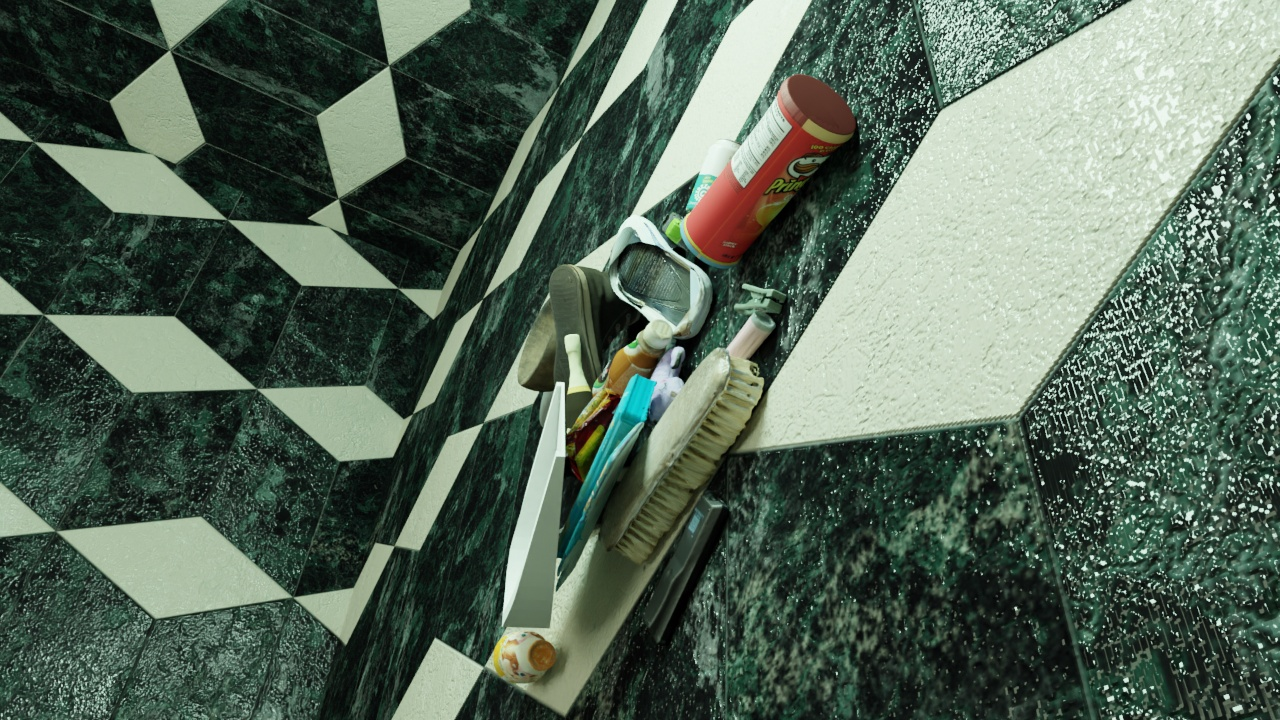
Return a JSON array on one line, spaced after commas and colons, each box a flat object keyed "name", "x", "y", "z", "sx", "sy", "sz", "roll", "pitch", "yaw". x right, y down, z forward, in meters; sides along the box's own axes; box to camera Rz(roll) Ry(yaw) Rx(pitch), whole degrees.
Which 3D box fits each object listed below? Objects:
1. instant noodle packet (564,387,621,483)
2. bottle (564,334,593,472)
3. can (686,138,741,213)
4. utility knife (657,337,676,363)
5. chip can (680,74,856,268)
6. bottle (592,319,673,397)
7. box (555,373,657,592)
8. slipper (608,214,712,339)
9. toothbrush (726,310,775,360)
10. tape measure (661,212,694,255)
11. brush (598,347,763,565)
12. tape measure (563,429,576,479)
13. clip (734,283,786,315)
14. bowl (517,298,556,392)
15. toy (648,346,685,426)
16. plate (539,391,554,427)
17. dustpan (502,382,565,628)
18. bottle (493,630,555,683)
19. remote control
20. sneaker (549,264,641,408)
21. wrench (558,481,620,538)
[{"name": "instant noodle packet", "x": -0.054, "y": 0.095, "z": 1.129, "sx": 0.098, "sy": 0.040, "sz": 0.135, "roll": -58, "pitch": -14, "yaw": -19}, {"name": "bottle", "x": -0.080, "y": 0.055, "z": 1.223, "sx": 0.045, "sy": 0.045, "sz": 0.184, "roll": -28, "pitch": 68, "yaw": 62}, {"name": "can", "x": 0.098, "y": -0.220, "z": 1.142, "sx": 0.101, "sy": 0.055, "sz": 0.055, "roll": -69, "pitch": 19, "yaw": -3}, {"name": "utility knife", "x": 0.008, "y": 0.010, "z": 1.194, "sx": 0.141, "sy": 0.015, "sz": 0.022, "roll": -50, "pitch": 51, "yaw": 46}, {"name": "chip can", "x": 0.131, "y": -0.196, "z": 0.982, "sx": 0.214, "sy": 0.087, "sz": 0.086, "roll": -50, "pitch": 26, "yaw": 44}, {"name": "bottle", "x": -0.007, "y": 0.007, "z": 1.145, "sx": 0.168, "sy": 0.059, "sz": 0.059, "roll": 126, "pitch": 157, "yaw": -50}, {"name": "box", "x": -0.047, "y": 0.147, "z": 1.018, "sx": 0.181, "sy": 0.039, "sz": 0.227, "roll": -67, "pitch": 1, "yaw": -62}, {"name": "slipper", "x": 0.030, "y": -0.106, "z": 1.194, "sx": 0.111, "sy": 0.063, "sz": 0.264, "roll": -66, "pitch": 31, "yaw": 15}, {"name": "toothbrush", "x": 0.072, "y": 0.035, "z": 0.977, "sx": 0.223, "sy": 0.027, "sz": 0.026, "roll": -56, "pitch": 48, "yaw": 33}, {"name": "tape measure", "x": 0.061, "y": -0.162, "z": 1.170, "sx": 0.036, "sy": 0.058, "sz": 0.065, "roll": -57, "pitch": 18, "yaw": 15}, {"name": "brush", "x": 0.035, "y": 0.104, "z": 0.948, "sx": 0.272, "sy": 0.056, "sz": 0.083, "roll": -58, "pitch": 17, "yaw": 27}, {"name": "tape measure", "x": -0.096, "y": 0.129, "z": 1.299, "sx": 0.073, "sy": 0.042, "sz": 0.071, "roll": -39, "pitch": 34, "yaw": 55}, {"name": "clip", "x": 0.123, "y": -0.062, "z": 0.950, "sx": 0.037, "sy": 0.023, "sz": 0.075, "roll": -67, "pitch": 21, "yaw": -2}, {"name": "bowl", "x": -0.134, "y": -0.022, "z": 1.481, "sx": 0.163, "sy": 0.070, "sz": 0.162, "roll": -54, "pitch": 23, "yaw": 36}, {"name": "toy", "x": 0.033, "y": 0.029, "z": 1.072, "sx": 0.080, "sy": 0.036, "sz": 0.099, "roll": -59, "pitch": 19, "yaw": 25}, {"name": "plate", "x": -0.125, "y": 0.030, "z": 1.531, "sx": 0.179, "sy": 0.012, "sz": 0.178, "roll": -54, "pitch": 24, "yaw": 36}, {"name": "dustpan", "x": -0.122, "y": 0.179, "z": 1.041, "sx": 0.191, "sy": 0.053, "sz": 0.258, "roll": -102, "pitch": 17, "yaw": -68}, {"name": "bottle", "x": -0.139, "y": 0.363, "z": 1.124, "sx": 0.109, "sy": 0.063, "sz": 0.063, "roll": -32, "pitch": 40, "yaw": 58}, {"name": "remote control", "x": 0.040, "y": 0.198, "z": 0.885, "sx": 0.150, "sy": 0.022, "sz": 0.047, "roll": -66, "pitch": 19, "yaw": 6}, {"name": "sneaker", "x": -0.057, "y": -0.022, "z": 1.307, "sx": 0.095, "sy": 0.119, "sz": 0.235, "roll": -1, "pitch": 98, "yaw": 48}, {"name": "wrench", "x": -0.081, "y": 0.220, "z": 1.207, "sx": 0.274, "sy": 0.010, "sz": 0.069, "roll": -40, "pitch": 33, "yaw": 54}]
